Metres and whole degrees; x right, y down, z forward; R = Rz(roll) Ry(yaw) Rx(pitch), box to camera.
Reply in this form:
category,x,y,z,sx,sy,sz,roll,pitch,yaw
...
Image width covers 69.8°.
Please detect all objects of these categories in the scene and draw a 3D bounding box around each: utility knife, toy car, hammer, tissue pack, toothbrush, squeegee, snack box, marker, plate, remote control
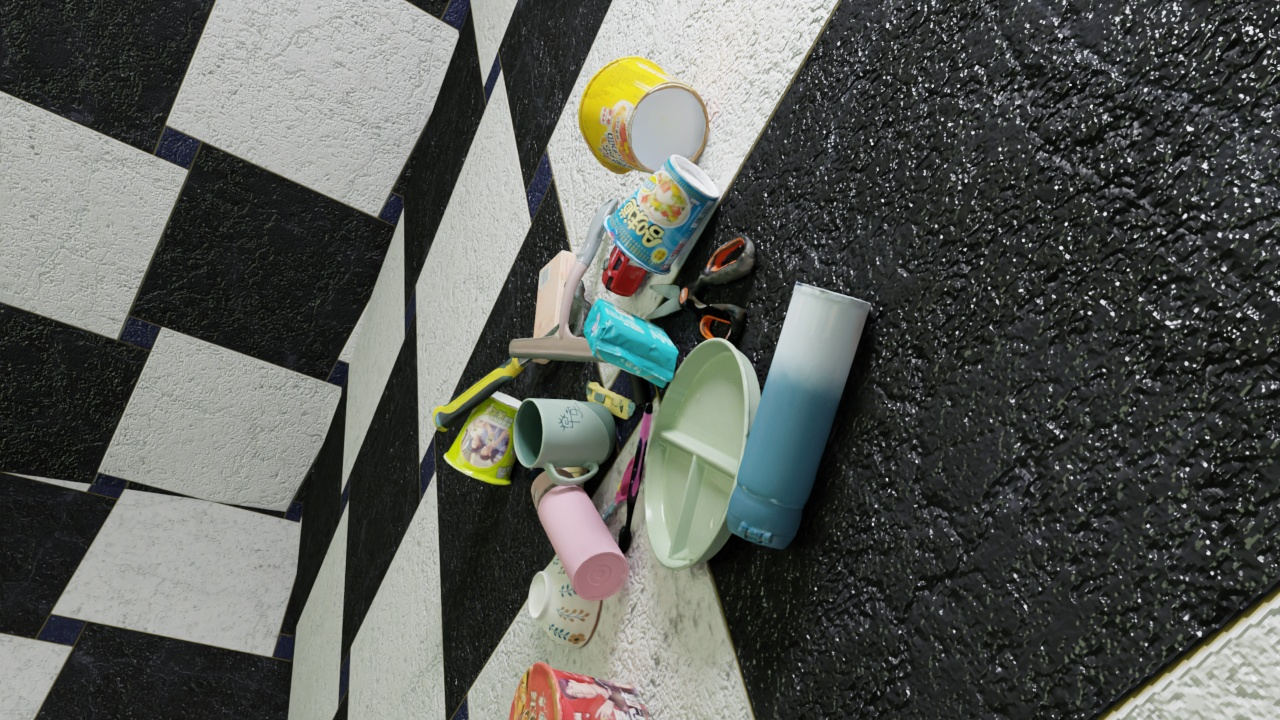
category,x,y,z,sx,sy,sz,roll,pitch,yaw
utility knife,-0.038,0.050,1.162,0.166,0.018,0.031,15,101,61
toy car,-0.007,-0.131,1.140,0.121,0.053,0.045,-63,29,32
hammer,-0.192,0.014,1.350,0.324,0.032,0.126,-35,48,25
tissue pack,-0.012,-0.019,1.017,0.050,0.093,0.133,-63,14,10
toothbrush,-0.006,0.131,1.013,0.017,0.014,0.189,-115,32,-66
squeegee,-0.080,-0.120,1.260,0.248,0.040,0.249,2,69,47
snack box,-0.133,-0.081,1.404,0.085,0.026,0.157,-31,51,55
marker,-0.007,0.006,1.109,0.022,0.020,0.131,87,174,-50
plate,0.058,0.091,0.897,0.230,0.027,0.230,-166,91,-71
remote control,-0.137,0.133,1.302,0.137,0.024,0.053,128,147,-54

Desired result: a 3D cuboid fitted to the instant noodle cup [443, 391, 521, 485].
category,x,y,z,sx,sy,sz,roll,pitch,yaw
instant noodle cup,-0.229,0.115,1.426,0.123,0.111,0.112,-65,26,4

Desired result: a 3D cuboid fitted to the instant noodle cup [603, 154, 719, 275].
category,x,y,z,sx,sy,sz,roll,pitch,yaw
instant noodle cup,0.029,-0.168,1.036,0.110,0.099,0.099,-47,36,25

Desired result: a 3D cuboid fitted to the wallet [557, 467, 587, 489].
category,x,y,z,sx,sy,sz,roll,pitch,yaw
wallet,-0.089,0.142,1.210,0.087,0.024,0.115,136,141,-57

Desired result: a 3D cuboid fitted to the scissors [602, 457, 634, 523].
category,x,y,z,sx,sy,sz,roll,pitch,yaw
scissors,-0.029,0.167,1.079,0.056,0.017,0.134,-84,18,-50

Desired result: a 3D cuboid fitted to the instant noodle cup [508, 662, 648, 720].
category,x,y,z,sx,sy,sz,roll,pitch,yaw
instant noodle cup,-0.061,0.379,0.927,0.138,0.108,0.137,-40,43,52

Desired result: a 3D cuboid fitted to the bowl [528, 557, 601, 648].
category,x,y,z,sx,sy,sz,roll,pitch,yaw
bowl,-0.097,0.286,1.107,0.114,0.062,0.113,-44,39,51

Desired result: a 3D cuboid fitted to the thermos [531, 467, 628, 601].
category,x,y,z,sx,sy,sz,roll,pitch,yaw
thermos,-0.079,0.205,1.078,0.198,0.067,0.087,-135,50,-58

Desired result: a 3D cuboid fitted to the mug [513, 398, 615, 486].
category,x,y,z,sx,sy,sz,roll,pitch,yaw
mug,-0.087,0.101,1.119,0.082,0.106,0.111,-49,47,42

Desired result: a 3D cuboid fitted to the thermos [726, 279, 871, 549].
category,x,y,z,sx,sy,sz,roll,pitch,yaw
thermos,0.126,0.048,0.759,0.070,0.070,0.220,31,106,64

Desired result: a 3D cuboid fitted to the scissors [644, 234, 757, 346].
category,x,y,z,sx,sy,sz,roll,pitch,yaw
scissors,0.057,-0.060,1.005,0.230,0.021,0.189,-45,40,47

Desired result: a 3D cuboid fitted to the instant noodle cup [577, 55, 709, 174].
category,x,y,z,sx,sy,sz,roll,pitch,yaw
instant noodle cup,0.010,-0.286,1.099,0.110,0.138,0.138,42,115,53
